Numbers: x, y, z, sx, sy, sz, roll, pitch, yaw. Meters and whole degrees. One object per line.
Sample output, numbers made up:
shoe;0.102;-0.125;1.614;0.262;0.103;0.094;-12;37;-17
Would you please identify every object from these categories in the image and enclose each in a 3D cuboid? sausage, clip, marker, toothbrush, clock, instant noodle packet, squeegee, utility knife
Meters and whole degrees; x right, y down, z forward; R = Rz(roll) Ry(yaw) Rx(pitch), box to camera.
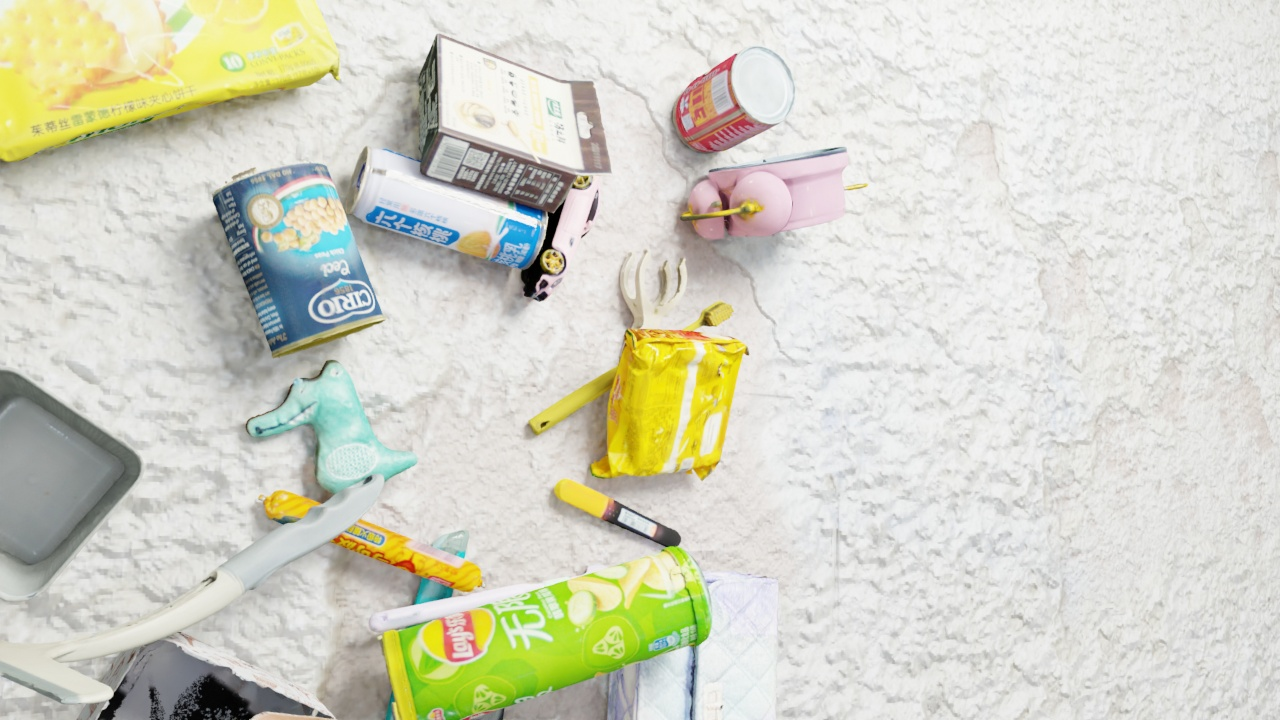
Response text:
sausage;-0.179;0.124;0.623;0.165;0.021;0.021;26;72;-18
clip;0.019;-0.041;0.756;0.083;0.035;0.104;-9;94;-30
marker;-0.016;0.123;0.730;0.123;0.015;0.018;30;72;-27
toothbrush;-0.103;0.172;0.661;0.188;0.021;0.029;-1;47;-35
clock;0.104;-0.138;0.771;0.158;0.117;0.060;-17;105;-32
instant noodle packet;0.022;0.037;0.721;0.110;0.044;0.128;2;114;-28
squeegee;-0.242;0.123;0.520;0.245;0.247;0.039;-24;105;-51
utility knife;-0.156;0.218;0.638;0.029;0.013;0.207;19;75;-26
toothbrush;-0.004;0.004;0.723;0.189;0.017;0.016;-32;109;-16

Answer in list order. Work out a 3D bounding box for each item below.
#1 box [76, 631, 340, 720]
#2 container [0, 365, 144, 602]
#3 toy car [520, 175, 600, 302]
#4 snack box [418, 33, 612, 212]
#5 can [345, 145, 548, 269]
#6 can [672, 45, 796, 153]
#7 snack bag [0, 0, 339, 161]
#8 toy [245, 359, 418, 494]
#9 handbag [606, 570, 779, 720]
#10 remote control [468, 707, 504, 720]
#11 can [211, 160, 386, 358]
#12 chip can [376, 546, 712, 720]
box;-0.243;0.261;0.487;0.153;0.178;0.182;35;68;-21
container;-0.333;0.065;0.492;0.090;0.114;0.090;42;66;-19
toy car;-0.058;-0.101;0.705;0.037;0.056;0.122;21;75;-20
snack box;-0.093;-0.171;0.666;0.125;0.053;0.113;14;47;-28
can;-0.138;-0.109;0.660;0.134;0.053;0.053;15;77;-28
can;0.076;-0.216;0.772;0.066;0.094;0.066;4;82;-30
snack bag;-0.318;-0.217;0.558;0.245;0.068;0.158;-26;99;-30
toy;-0.209;0.047;0.618;0.096;0.030;0.092;-21;90;-23
handbag;0.046;0.264;0.714;0.134;0.076;0.193;6;82;-27
remote control;-0.124;0.259;0.645;0.053;0.024;0.136;13;76;-26
can;-0.221;-0.066;0.595;0.075;0.075;0.111;-22;95;-30
chip can;-0.059;0.187;0.621;0.221;0.073;0.072;-14;92;-17
